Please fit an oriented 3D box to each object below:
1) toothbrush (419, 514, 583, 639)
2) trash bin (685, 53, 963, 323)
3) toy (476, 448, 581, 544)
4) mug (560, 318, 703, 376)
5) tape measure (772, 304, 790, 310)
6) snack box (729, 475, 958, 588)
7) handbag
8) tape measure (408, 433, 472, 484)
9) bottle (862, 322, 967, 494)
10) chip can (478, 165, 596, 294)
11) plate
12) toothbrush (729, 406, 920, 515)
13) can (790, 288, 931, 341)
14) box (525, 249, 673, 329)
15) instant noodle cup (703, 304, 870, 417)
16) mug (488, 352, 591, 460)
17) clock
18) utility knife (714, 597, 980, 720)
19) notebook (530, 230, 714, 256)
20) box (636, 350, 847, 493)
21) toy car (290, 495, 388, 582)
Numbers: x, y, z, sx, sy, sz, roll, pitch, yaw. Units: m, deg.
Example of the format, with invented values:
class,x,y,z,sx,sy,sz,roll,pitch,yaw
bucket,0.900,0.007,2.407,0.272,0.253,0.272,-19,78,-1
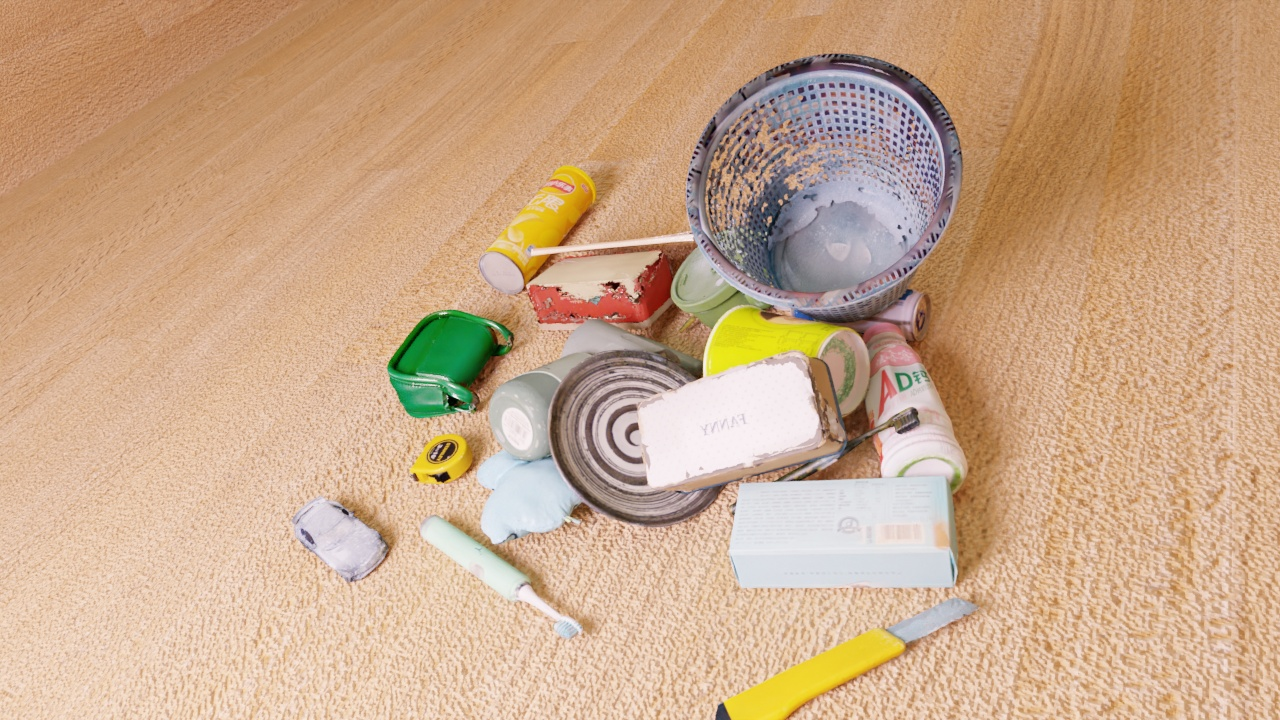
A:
class,x,y,z,sx,sy,sz,roll,pitch,yaw
toothbrush,-0.128,0.193,0.824,0.225,0.026,0.027,21,28,41
trash bin,0.176,-0.128,0.841,0.227,0.195,0.226,-5,74,18
toy,-0.104,0.120,0.886,0.156,0.050,0.161,9,36,40
mug,-0.006,0.006,0.968,0.123,0.084,0.103,-18,30,-41
tape measure,0.171,-0.087,1.031,0.066,0.033,0.065,-11,37,14
snack box,0.162,0.139,0.739,0.175,0.052,0.074,-5,38,19
handbag,-0.222,0.006,1.072,0.120,0.068,0.131,7,43,21
tape measure,-0.205,0.106,0.964,0.057,0.029,0.059,-1,41,25
bottle,0.235,0.038,0.821,0.068,0.068,0.196,-12,36,11
chip can,-0.138,-0.182,1.256,0.072,0.072,0.212,6,44,30
plate,-0.002,0.071,0.853,0.179,0.024,0.179,8,61,-15
toothbrush,0.153,0.090,0.777,0.186,0.012,0.017,-33,41,24
can,0.227,-0.054,0.947,0.135,0.053,0.053,12,47,35
box,-0.050,-0.088,1.071,0.169,0.077,0.091,0,32,37
instant noodle cup,0.140,0.007,0.843,0.124,0.112,0.111,7,43,49
mug,-0.096,0.050,0.902,0.112,0.082,0.106,-27,0,44
clock,0.108,-0.094,1.009,0.162,0.056,0.115,-22,38,38
utility knife,0.149,0.223,0.668,0.215,0.015,0.033,-25,36,-2
notebook,-0.007,-0.145,1.135,0.212,0.012,0.149,-2,7,24
box,0.076,0.057,0.775,0.185,0.061,0.089,-18,73,31
toy car,-0.302,0.176,0.916,0.121,0.037,0.054,23,54,38
